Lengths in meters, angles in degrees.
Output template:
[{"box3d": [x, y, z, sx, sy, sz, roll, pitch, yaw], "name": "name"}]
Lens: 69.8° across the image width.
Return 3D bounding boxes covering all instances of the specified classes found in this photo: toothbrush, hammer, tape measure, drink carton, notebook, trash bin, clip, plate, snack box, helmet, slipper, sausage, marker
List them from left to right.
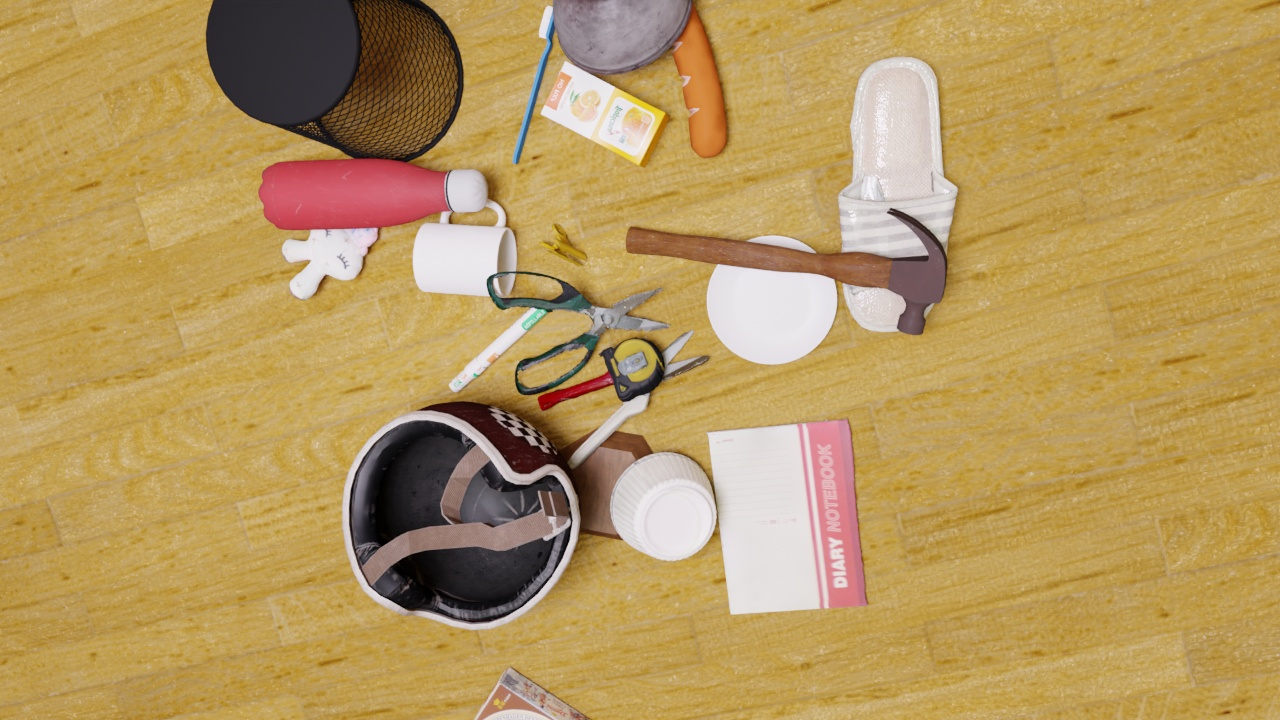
[{"box3d": [-0.298, -0.293, 0.899, 0.184, 0.210, 0.184, 1, 98, 9], "name": "trash bin"}, {"box3d": [-0.171, 0.151, 0.922, 0.233, 0.253, 0.234, -46, 65, 8], "name": "helmet"}, {"box3d": [-0.157, -0.015, 1.017, 0.146, 0.017, 0.017, -41, 91, 12], "name": "marker"}, {"box3d": [-0.134, 0.459, 1.072, 0.147, 0.041, 0.143, 33, 102, 3], "name": "snack box"}, {"box3d": [-0.114, -0.291, 0.970, 0.014, 0.016, 0.167, 19, 101, 6], "name": "toothbrush"}, {"box3d": [-0.089, -0.119, 0.982, 0.037, 0.053, 0.046, -50, 58, 15], "name": "clip"}, {"box3d": [-0.039, -0.255, 0.950, 0.122, 0.040, 0.058, 28, 102, 4], "name": "drink carton"}, {"box3d": [-0.037, 0.141, 1.017, 0.131, 0.025, 0.131, 1, 99, 9], "name": "plate"}, {"box3d": [-0.006, 0.006, 0.972, 0.061, 0.034, 0.061, -27, 68, 4], "name": "tape measure"}, {"box3d": [0.056, -0.288, 0.931, 0.044, 0.039, 0.164, -13, 96, 16], "name": "sausage"}, {"box3d": [0.138, -0.063, 0.966, 0.134, 0.011, 0.134, 1, 99, 9], "name": "plate"}, {"box3d": [0.139, -0.104, 0.920, 0.323, 0.033, 0.115, 10, 111, 19], "name": "hammer"}, {"box3d": [0.160, 0.172, 0.998, 0.153, 0.012, 0.209, -7, 98, 10], "name": "notebook"}, {"box3d": [0.253, -0.163, 0.914, 0.114, 0.054, 0.273, 1, 98, 4], "name": "slipper"}]

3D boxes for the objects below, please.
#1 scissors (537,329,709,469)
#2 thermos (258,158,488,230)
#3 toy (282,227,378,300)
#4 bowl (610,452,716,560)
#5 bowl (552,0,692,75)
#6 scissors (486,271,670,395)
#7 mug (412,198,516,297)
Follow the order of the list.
[{"box3d": [-0.026, 0.038, 0.996, 0.187, 0.015, 0.179, 14, 81, 19], "name": "scissors"}, {"box3d": [-0.276, -0.176, 0.964, 0.240, 0.073, 0.073, 0, 98, 11], "name": "thermos"}, {"box3d": [-0.346, -0.123, 1.021, 0.123, 0.038, 0.079, -29, 81, 7], "name": "toy"}, {"box3d": [0.030, 0.161, 0.971, 0.115, 0.062, 0.115, -3, 102, -13], "name": "bowl"}, {"box3d": [-0.028, -0.359, 0.891, 0.145, 0.067, 0.144, -6, 73, 19], "name": "bowl"}, {"box3d": [-0.071, -0.022, 0.987, 0.206, 0.015, 0.180, 8, 122, -12], "name": "scissors"}, {"box3d": [-0.184, -0.125, 0.984, 0.090, 0.074, 0.110, 5, 73, 8], "name": "mug"}]
